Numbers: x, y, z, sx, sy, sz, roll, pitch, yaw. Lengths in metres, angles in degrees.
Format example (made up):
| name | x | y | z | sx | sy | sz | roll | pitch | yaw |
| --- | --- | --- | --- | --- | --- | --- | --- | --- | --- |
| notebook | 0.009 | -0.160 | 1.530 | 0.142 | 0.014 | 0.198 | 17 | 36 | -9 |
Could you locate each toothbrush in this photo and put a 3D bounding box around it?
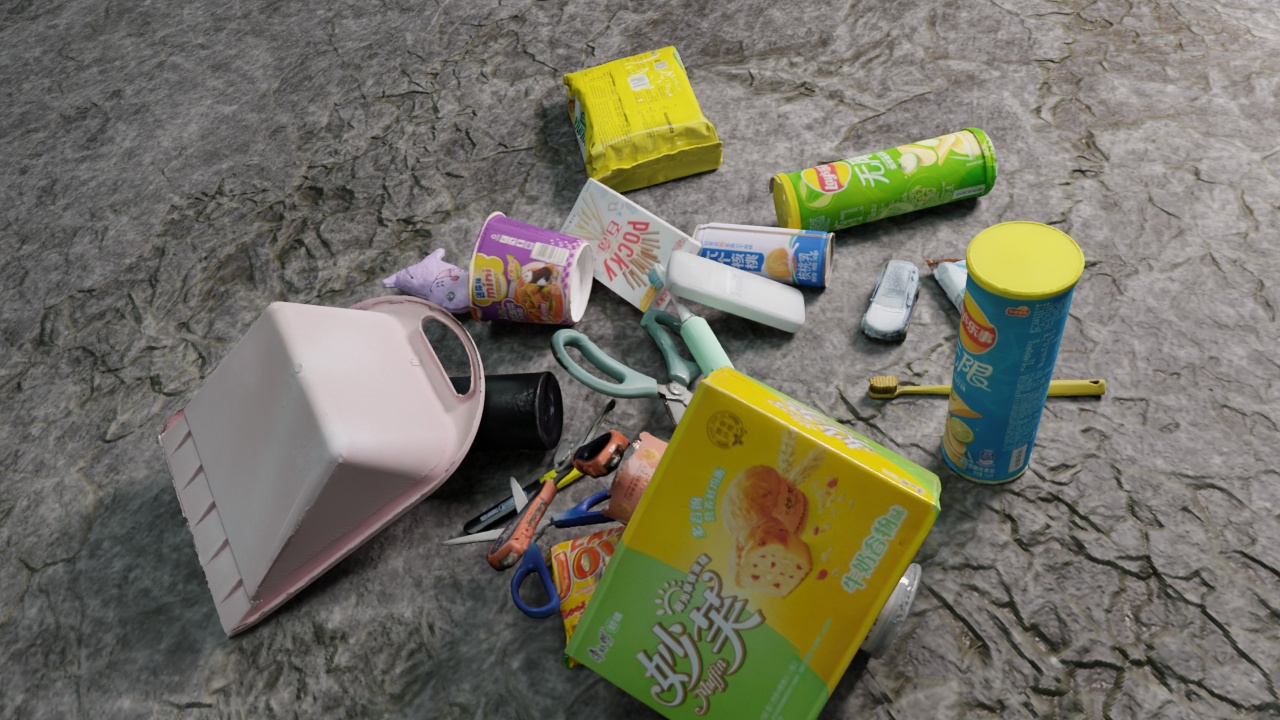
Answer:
| name | x | y | z | sx | sy | sz | roll | pitch | yaw |
| --- | --- | --- | --- | --- | --- | --- | --- | --- | --- |
| toothbrush | 0.059 | -0.008 | 0.819 | 0.027 | 0.026 | 0.224 | -45 | 55 | 25 |
| toothbrush | 0.290 | 0.021 | 0.776 | 0.190 | 0.017 | 0.015 | -1 | 48 | 11 |

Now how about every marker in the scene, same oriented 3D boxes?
| name | x | y | z | sx | sy | sz | roll | pitch | yaw |
| --- | --- | --- | --- | --- | --- | --- | --- | --- | --- |
| marker | -0.094 | 0.112 | 0.775 | 0.124 | 0.015 | 0.018 | -30 | 45 | -13 |

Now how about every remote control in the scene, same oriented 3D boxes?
| name | x | y | z | sx | sy | sz | roll | pitch | yaw |
| --- | --- | --- | --- | --- | --- | --- | --- | --- | --- |
| remote control | 0.088 | -0.064 | 0.857 | 0.136 | 0.020 | 0.055 | 17 | 41 | -8 |

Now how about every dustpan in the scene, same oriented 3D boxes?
| name | x | y | z | sx | sy | sz | roll | pitch | yaw |
| --- | --- | --- | --- | --- | --- | --- | --- | --- | --- |
| dustpan | -0.265 | 0.069 | 0.782 | 0.274 | 0.138 | 0.222 | -46 | 60 | 25 |

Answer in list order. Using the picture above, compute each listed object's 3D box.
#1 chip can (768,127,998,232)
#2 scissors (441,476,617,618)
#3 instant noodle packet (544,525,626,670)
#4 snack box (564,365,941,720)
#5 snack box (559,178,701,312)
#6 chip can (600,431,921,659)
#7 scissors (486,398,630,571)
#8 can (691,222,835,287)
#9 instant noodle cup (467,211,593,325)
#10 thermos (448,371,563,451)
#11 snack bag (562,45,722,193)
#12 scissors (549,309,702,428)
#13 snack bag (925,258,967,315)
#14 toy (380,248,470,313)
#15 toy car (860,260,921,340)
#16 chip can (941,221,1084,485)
| name | x | y | z | sx | sy | sz | roll | pitch | yaw |
| --- | --- | --- | --- | --- | --- | --- | --- | --- | --- |
| chip can | 0.247 | -0.178 | 0.931 | 0.221 | 0.073 | 0.072 | -13 | 47 | -1 |
| scissors | -0.073 | 0.132 | 0.710 | 0.162 | 0.012 | 0.173 | -22 | 30 | -7 |
| instant noodle packet | -0.006 | 0.166 | 0.689 | 0.128 | 0.044 | 0.110 | -15 | 43 | -2 |
| snack box | 0.068 | 0.131 | 0.578 | 0.158 | 0.210 | 0.070 | 29 | 13 | 11 |
| snack box | -0.018 | -0.117 | 0.932 | 0.157 | 0.026 | 0.085 | 37 | 102 | 36 |
| chip can | 0.082 | 0.127 | 0.648 | 0.215 | 0.071 | 0.071 | 26 | 56 | 12 |
| scissors | -0.056 | 0.085 | 0.698 | 0.015 | 0.227 | 0.188 | 46 | 66 | -8 |
| can | 0.120 | -0.105 | 0.902 | 0.135 | 0.053 | 0.053 | 8 | 50 | 18 |
| instant noodle cup | -0.103 | -0.083 | 0.901 | 0.099 | 0.112 | 0.111 | 11 | 50 | 8 |
| thermos | -0.191 | 0.042 | 0.823 | 0.243 | 0.068 | 0.089 | -2 | 26 | 15 |
| snack bag | -0.003 | -0.296 | 1.095 | 0.158 | 0.068 | 0.246 | -14 | 46 | -2 |
| scissors | -0.005 | 0.005 | 0.807 | 0.181 | 0.019 | 0.170 | 9 | 40 | -21 |
| snack bag | 0.301 | -0.063 | 0.846 | 0.048 | 0.026 | 0.104 | -4 | 47 | -8 |
| toy | -0.205 | -0.080 | 0.959 | 0.108 | 0.039 | 0.083 | 23 | 48 | 30 |
| toy car | 0.233 | -0.056 | 0.849 | 0.043 | 0.034 | 0.090 | 15 | 54 | 19 |
| chip can | 0.263 | 0.002 | 0.667 | 0.071 | 0.210 | 0.071 | -6 | 47 | 6 |
